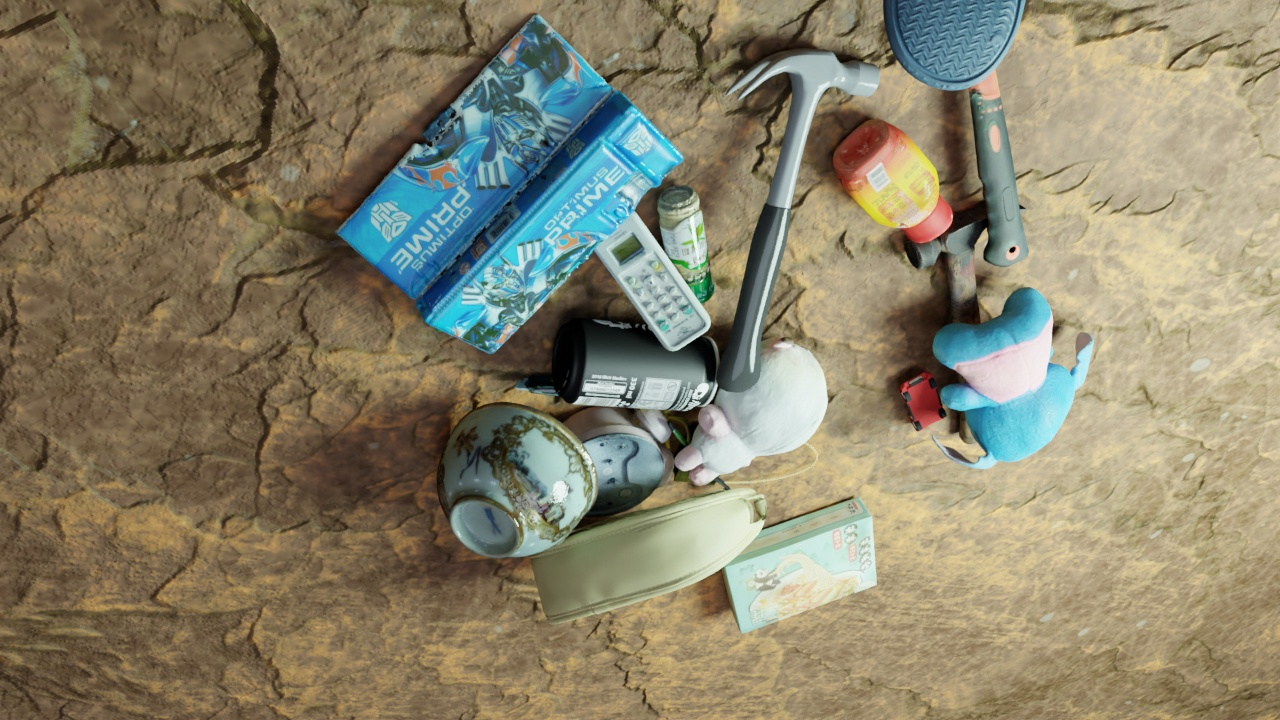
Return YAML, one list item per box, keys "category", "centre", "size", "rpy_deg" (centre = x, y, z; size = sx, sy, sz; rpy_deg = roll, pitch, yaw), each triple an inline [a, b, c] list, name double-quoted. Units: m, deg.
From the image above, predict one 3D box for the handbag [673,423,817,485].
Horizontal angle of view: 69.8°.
- category: "handbag"
  centre: [0.125, 0.112, 1.038]
  size: [0.177, 0.027, 0.084]
  rpy_deg: [7, 126, -26]

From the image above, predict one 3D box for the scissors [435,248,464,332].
- category: "scissors"
  centre: [-0.136, -0.071, 0.815]
  size: [0.123, 0.011, 0.127]
  rpy_deg: [-17, 130, -6]

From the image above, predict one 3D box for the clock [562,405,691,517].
- category: "clock"
  centre: [-0.021, 0.098, 0.956]
  size: [0.158, 0.058, 0.117]
  rpy_deg: [-14, 131, -8]

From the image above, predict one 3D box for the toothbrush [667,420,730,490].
- category: "toothbrush"
  centre: [0.065, 0.113, 0.986]
  size: [0.017, 0.014, 0.188]
  rpy_deg: [-27, 138, 11]

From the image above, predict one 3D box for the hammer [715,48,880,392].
- category: "hammer"
  centre: [0.113, -0.115, 0.810]
  size: [0.125, 0.029, 0.311]
  rpy_deg: [3, 113, -21]

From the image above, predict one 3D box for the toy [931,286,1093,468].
- category: "toy"
  centre: [0.406, 0.015, 0.985]
  size: [0.224, 0.099, 0.191]
  rpy_deg: [-34, 121, -7]

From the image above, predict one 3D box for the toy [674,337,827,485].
- category: "toy"
  centre: [0.113, 0.059, 0.935]
  size: [0.179, 0.101, 0.139]
  rpy_deg: [-40, 143, 5]

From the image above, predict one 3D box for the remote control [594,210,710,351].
- category: "remote control"
  centre: [0.009, -0.072, 0.825]
  size: [0.050, 0.022, 0.133]
  rpy_deg: [-33, 103, 14]

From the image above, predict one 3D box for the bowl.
- category: "bowl"
  centre: [-0.130, 0.131, 0.878]
  size: [0.160, 0.093, 0.160]
  rpy_deg: [9, 123, 13]

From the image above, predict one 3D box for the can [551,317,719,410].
- category: "can"
  centre: [-0.005, 0.005, 0.873]
  size: [0.146, 0.080, 0.080]
  rpy_deg: [5, 125, -22]

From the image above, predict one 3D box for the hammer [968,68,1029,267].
- category: "hammer"
  centre: [0.309, -0.220, 0.816]
  size: [0.133, 0.033, 0.333]
  rpy_deg: [-25, 126, -1]

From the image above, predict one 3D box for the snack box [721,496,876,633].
- category: "snack box"
  centre: [0.201, 0.261, 1.169]
  size: [0.193, 0.044, 0.142]
  rpy_deg: [-18, 129, -3]

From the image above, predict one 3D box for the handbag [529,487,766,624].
- category: "handbag"
  centre: [0.003, 0.194, 0.970]
  size: [0.234, 0.088, 0.190]
  rpy_deg: [-26, 174, 40]

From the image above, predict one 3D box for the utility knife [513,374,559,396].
- category: "utility knife"
  centre: [-0.042, 0.027, 0.913]
  size: [0.174, 0.028, 0.020]
  rpy_deg: [3, 122, -21]

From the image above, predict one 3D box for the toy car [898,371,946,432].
- category: "toy car"
  centre: [0.323, 0.047, 1.053]
  size: [0.038, 0.025, 0.089]
  rpy_deg: [-29, 130, 5]

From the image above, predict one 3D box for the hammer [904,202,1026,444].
- category: "hammer"
  centre: [0.367, -0.025, 1.008]
  size: [0.120, 0.033, 0.331]
  rpy_deg: [-24, 131, -1]

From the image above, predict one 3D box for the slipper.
- category: "slipper"
  centre: [0.239, -0.310, 0.687]
  size: [0.104, 0.059, 0.213]
  rpy_deg: [13, 92, -5]

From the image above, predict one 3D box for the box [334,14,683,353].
- category: "box"
  centre: [-0.101, -0.127, 0.743]
  size: [0.244, 0.059, 0.175]
  rpy_deg: [-44, 126, 11]

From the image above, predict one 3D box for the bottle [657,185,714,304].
- category: "bottle"
  centre: [0.041, -0.103, 0.830]
  size: [0.042, 0.042, 0.110]
  rpy_deg: [-17, 129, -6]

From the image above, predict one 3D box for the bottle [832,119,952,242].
- category: "bottle"
  centre: [0.237, -0.160, 0.845]
  size: [0.071, 0.048, 0.134]
  rpy_deg: [-43, 128, 17]
